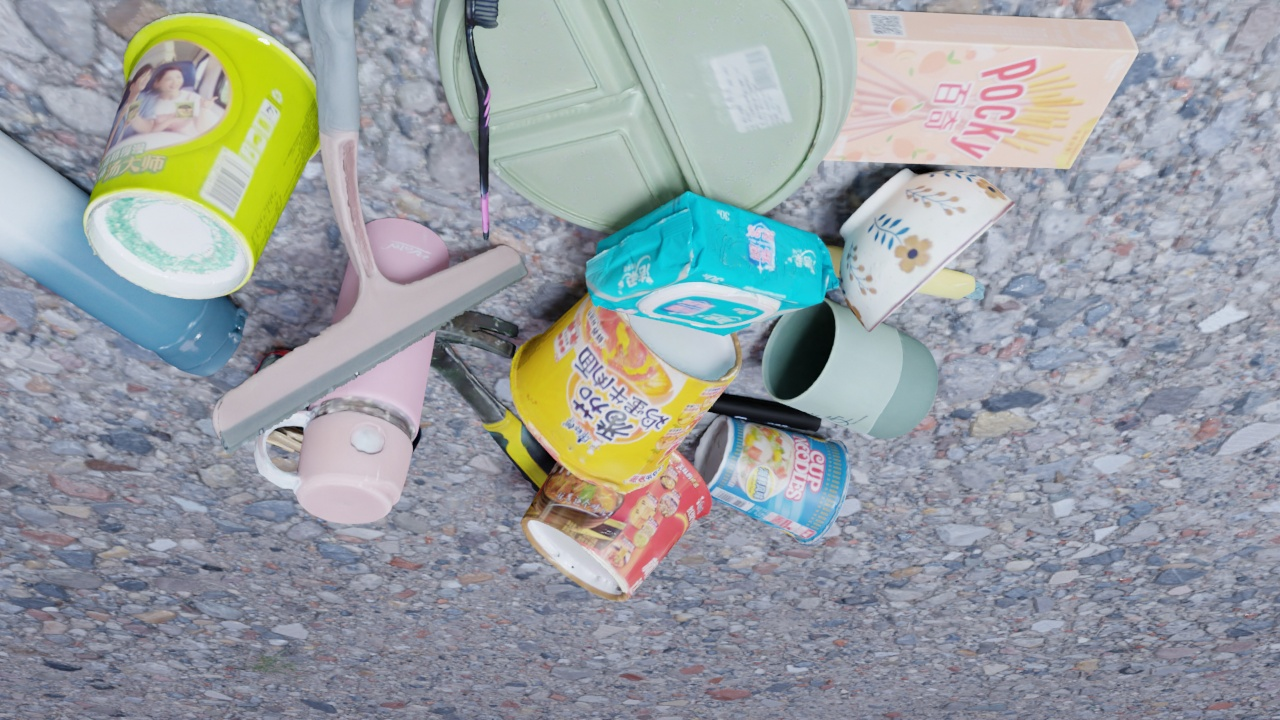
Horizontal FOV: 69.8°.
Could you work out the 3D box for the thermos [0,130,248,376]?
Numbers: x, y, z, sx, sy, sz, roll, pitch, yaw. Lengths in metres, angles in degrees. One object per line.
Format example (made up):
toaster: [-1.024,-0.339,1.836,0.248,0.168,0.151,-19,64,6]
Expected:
thermos: [-0.356,-0.065,0.595,0.070,0.070,0.220,-17,140,22]

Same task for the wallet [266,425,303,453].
wallet: [-0.283,0.070,0.774,0.087,0.024,0.115,25,167,-32]

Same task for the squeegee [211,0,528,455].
squeegee: [-0.156,-0.117,0.494,0.040,0.246,0.250,18,125,27]

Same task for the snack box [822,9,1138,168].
snack box: [0.178,-0.148,0.510,0.157,0.026,0.085,2,145,-1]

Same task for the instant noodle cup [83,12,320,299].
instant noodle cup: [-0.237,-0.102,0.494,0.111,0.123,0.112,0,144,0]

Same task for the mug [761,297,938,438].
mug: [0.150,0.008,0.687,0.106,0.082,0.112,20,169,-25]

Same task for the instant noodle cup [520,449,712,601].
instant noodle cup: [-0.024,0.127,0.767,0.138,0.108,0.138,29,152,17]

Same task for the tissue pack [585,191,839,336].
tissue pack: [0.044,-0.052,0.558,0.133,0.050,0.093,9,161,-38]

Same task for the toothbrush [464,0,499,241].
toothbrush: [-0.084,-0.129,0.500,0.018,0.014,0.190,2,146,-6]

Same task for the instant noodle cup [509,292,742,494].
instant noodle cup: [-0.004,0.004,0.636,0.138,0.137,0.110,23,130,-28]

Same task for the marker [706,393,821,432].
marker: [0.089,0.039,0.771,0.132,0.020,0.022,11,113,-12]

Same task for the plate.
plate: [-0.001,-0.145,0.494,0.230,0.027,0.231,6,146,4]

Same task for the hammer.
hammer: [-0.113,0.061,0.790,0.126,0.031,0.323,-12,142,17]

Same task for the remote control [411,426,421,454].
remote control: [-0.235,0.081,0.824,0.053,0.024,0.137,21,137,-22]

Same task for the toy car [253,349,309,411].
toy car: [-0.248,0.032,0.733,0.120,0.045,0.053,28,105,-20]

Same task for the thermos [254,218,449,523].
thermos: [-0.174,0.000,0.571,0.087,0.198,0.067,19,141,-20]

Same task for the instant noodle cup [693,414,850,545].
instant noodle cup: [0.108,0.098,0.794,0.110,0.099,0.099,20,139,-14]

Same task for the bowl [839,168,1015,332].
bowl: [0.162,-0.076,0.562,0.062,0.113,0.114,47,137,8]

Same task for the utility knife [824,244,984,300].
utility knife: [0.173,-0.059,0.639,0.166,0.018,0.031,13,146,-14]
